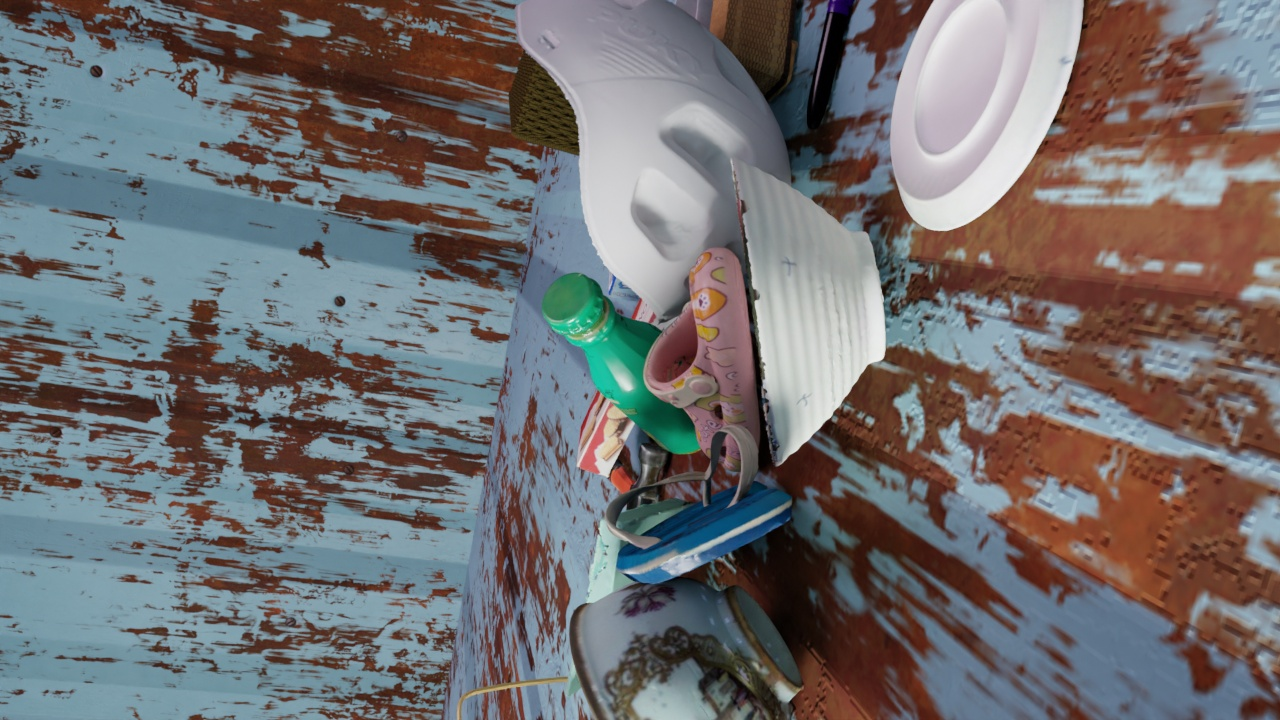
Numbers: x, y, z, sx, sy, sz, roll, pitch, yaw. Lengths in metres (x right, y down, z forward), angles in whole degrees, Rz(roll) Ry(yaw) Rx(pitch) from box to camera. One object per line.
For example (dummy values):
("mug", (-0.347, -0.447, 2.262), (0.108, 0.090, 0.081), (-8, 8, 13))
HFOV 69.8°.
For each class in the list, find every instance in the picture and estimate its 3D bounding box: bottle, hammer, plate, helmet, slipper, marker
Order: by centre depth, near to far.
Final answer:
("plate", (0.170, -0.146, 0.477), (0.157, 0.014, 0.157), (-171, 91, -77))
("slipper", (0.028, 0.089, 0.568), (0.060, 0.118, 0.295), (60, 176, 7))
("slipper", (0.041, 0.008, 0.648), (0.197, 0.081, 0.093), (78, -172, -50))
("marker", (0.139, -0.234, 0.660), (0.018, 0.015, 0.134), (20, 102, 48))
("bottle", (-0.004, 0.004, 0.716), (0.209, 0.068, 0.068), (45, -142, -49))
("helmet", (-0.001, -0.177, 0.727), (0.282, 0.184, 0.224), (50, 176, 33))
("hammer", (-0.028, 0.131, 1.073), (0.333, 0.033, 0.133), (-146, 66, -76))

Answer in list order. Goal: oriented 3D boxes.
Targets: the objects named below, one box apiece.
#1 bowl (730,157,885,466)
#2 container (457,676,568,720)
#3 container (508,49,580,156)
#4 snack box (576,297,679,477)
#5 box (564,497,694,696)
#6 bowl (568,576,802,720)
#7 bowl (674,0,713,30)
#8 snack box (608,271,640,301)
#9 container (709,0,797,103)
("bowl", (0.098, -0.032, 0.524), (0.177, 0.071, 0.177), (-7, -91, -83))
("container", (-0.039, 0.311, 0.667), (0.129, 0.183, 0.166), (114, 153, -47))
("container", (-0.099, -0.468, 1.472), (0.320, 0.176, 0.205), (-107, 33, -62))
("snack box", (-0.004, -0.001, 0.958), (0.076, 0.044, 0.274), (-89, 21, -54))
("box", (-0.006, 0.182, 0.735), (0.186, 0.033, 0.136), (7, -88, -70))
("bowl", (0.041, 0.194, 0.562), (0.094, 0.160, 0.159), (-36, 25, 8))
("bowl", (0.065, -0.304, 0.903), (0.132, 0.064, 0.132), (-171, 91, -76))
("snack box", (-0.003, -0.181, 1.116), (0.059, 0.059, 0.226), (115, 160, -60))
("container", (0.095, -0.283, 0.775), (0.063, 0.061, 0.114), (158, 121, -74))
